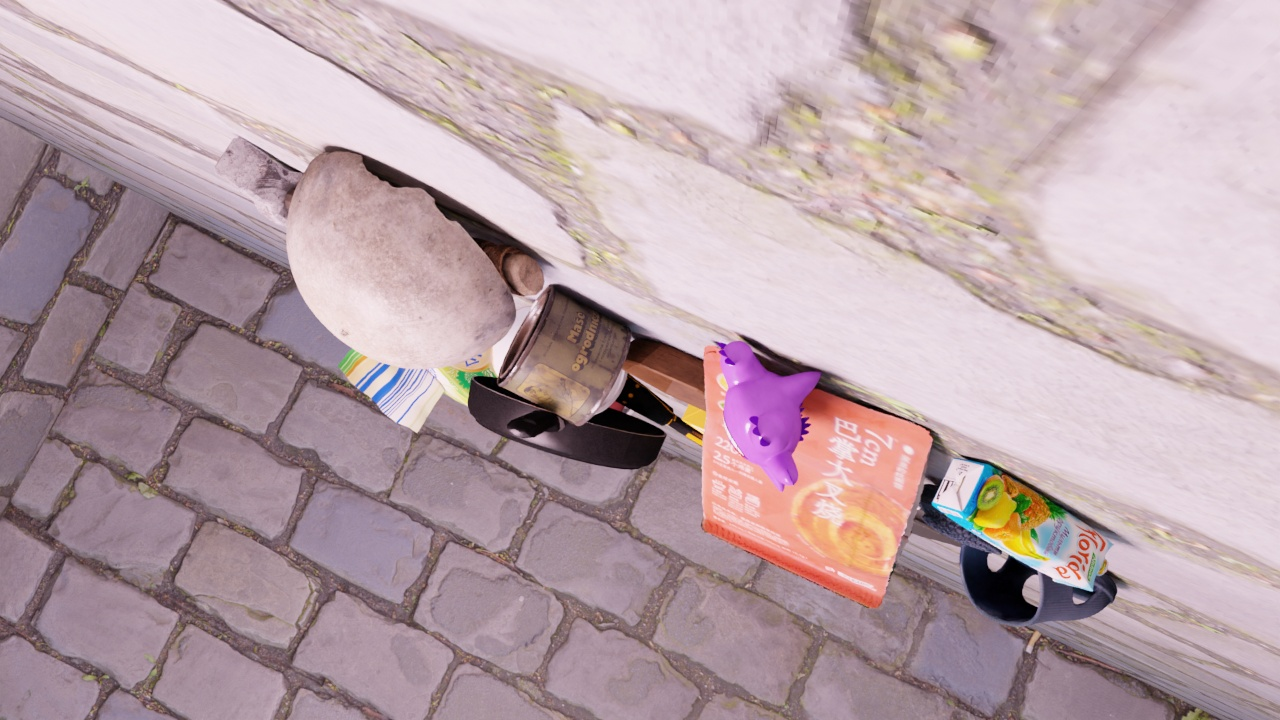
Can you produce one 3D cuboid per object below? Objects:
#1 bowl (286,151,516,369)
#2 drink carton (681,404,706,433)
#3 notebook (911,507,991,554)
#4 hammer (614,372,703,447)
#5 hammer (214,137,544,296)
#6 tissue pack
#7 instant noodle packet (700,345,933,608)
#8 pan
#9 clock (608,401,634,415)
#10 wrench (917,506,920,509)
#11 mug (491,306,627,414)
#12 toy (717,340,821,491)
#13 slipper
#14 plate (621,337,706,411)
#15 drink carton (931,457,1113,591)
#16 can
[{"bbox_3d":[-0.181,-0.049,0.635,0.178,0.081,0.179,28,154,15],"label":"bowl"},{"bbox_3d":[0.107,0.066,0.845,0.123,0.040,0.058,22,173,31],"label":"drink carton"},{"bbox_3d":[0.288,0.174,1.069,0.169,0.029,0.209,25,170,-5],"label":"notebook"},{"bbox_3d":[0.033,0.064,1.001,0.320,0.036,0.123,34,173,-16],"label":"hammer"},{"bbox_3d":[-0.200,-0.102,0.710,0.319,0.049,0.121,20,166,34],"label":"hammer"},{"bbox_3d":[-0.240,-0.009,0.982,0.120,0.141,0.198,17,155,46],"label":"tissue pack"},{"bbox_3d":[0.122,0.081,0.680,0.164,0.083,0.221,22,153,23],"label":"instant noodle packet"},{"bbox_3d":[-0.081,0.063,0.852,0.204,0.044,0.355,17,-178,3],"label":"pan"},{"bbox_3d":[-0.056,0.042,1.258,0.096,0.048,0.137,24,172,19],"label":"clock"},{"bbox_3d":[0.230,0.110,0.835,0.066,0.018,0.273,22,174,26],"label":"wrench"},{"bbox_3d":[-0.075,-0.001,0.842,0.105,0.082,0.082,19,171,46],"label":"mug"},{"bbox_3d":[0.081,0.035,0.580,0.088,0.056,0.106,91,162,-57],"label":"toy"},{"bbox_3d":[0.325,0.189,0.803,0.263,0.082,0.101,31,170,-33],"label":"slipper"},{"bbox_3d":[0.038,0.015,0.776,0.131,0.025,0.131,25,173,3],"label":"plate"},{"bbox_3d":[0.255,0.109,0.606,0.129,0.044,0.039,30,173,-18],"label":"drink carton"},{"bbox_3d":[-0.062,-0.004,0.730,0.074,0.090,0.090,28,173,-15],"label":"can"}]
